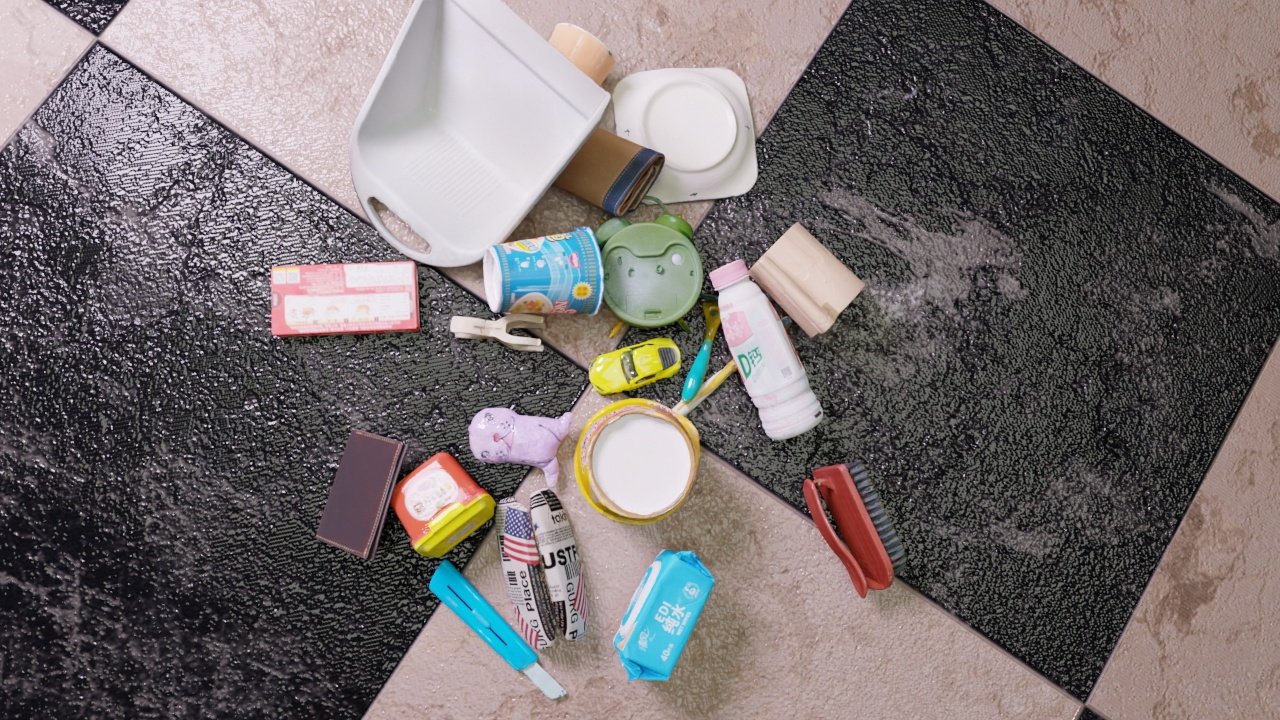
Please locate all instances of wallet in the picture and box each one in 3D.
[{"bbox_3d":[-0.042,-0.214,1.022,0.115,0.033,0.090,29,76,24],"label":"wallet"},{"bbox_3d":[-0.287,0.136,0.945,0.096,0.020,0.122,9,79,39],"label":"wallet"}]

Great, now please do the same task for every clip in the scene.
[{"bbox_3d":[-0.150,-0.035,0.988,0.104,0.083,0.034,9,81,-16],"label":"clip"}]

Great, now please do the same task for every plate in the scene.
[{"bbox_3d":[0.054,-0.267,1.060,0.163,0.034,0.164,-7,82,-7],"label":"plate"}]

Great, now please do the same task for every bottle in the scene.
[{"bbox_3d":[0.133,-0.013,0.999,0.068,0.068,0.197,-25,97,-9],"label":"bottle"}]

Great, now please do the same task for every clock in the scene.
[{"bbox_3d":[0.006,-0.107,1.021,0.116,0.056,0.161,-3,82,-8],"label":"clock"}]

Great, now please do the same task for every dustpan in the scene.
[{"bbox_3d":[-0.192,-0.225,0.948,0.222,0.258,0.142,41,56,0],"label":"dustpan"}]

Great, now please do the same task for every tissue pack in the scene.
[{"bbox_3d":[0.021,0.262,0.954,0.063,0.090,0.140,29,80,-2],"label":"tissue pack"}]

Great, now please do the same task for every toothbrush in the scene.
[{"bbox_3d":[0.101,0.010,1.034,0.191,0.018,0.016,-39,86,-10],"label":"toothbrush"}]

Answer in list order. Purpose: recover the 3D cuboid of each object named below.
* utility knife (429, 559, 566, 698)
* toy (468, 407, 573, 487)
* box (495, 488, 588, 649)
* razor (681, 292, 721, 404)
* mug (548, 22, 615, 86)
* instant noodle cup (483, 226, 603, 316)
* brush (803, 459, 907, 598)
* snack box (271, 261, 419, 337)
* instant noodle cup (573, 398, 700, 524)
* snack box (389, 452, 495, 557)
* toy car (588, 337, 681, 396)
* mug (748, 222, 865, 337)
[{"bbox_3d":[-0.150,0.288,0.968,0.191,0.018,0.034,45,79,0],"label":"utility knife"},{"bbox_3d":[-0.133,0.087,0.987,0.108,0.039,0.084,11,90,-6],"label":"toy"},{"bbox_3d":[-0.113,0.221,0.966,0.088,0.076,0.163,-14,87,14],"label":"box"},{"bbox_3d":[0.070,-0.012,1.029,0.043,0.028,0.132,13,77,19],"label":"razor"},{"bbox_3d":[-0.092,-0.304,1.031,0.078,0.078,0.122,30,85,-2],"label":"mug"},{"bbox_3d":[-0.107,-0.091,0.973,0.109,0.099,0.099,-7,83,-21],"label":"instant noodle cup"},{"bbox_3d":[0.233,0.184,1.003,0.069,0.063,0.146,-25,87,-21],"label":"brush"},{"bbox_3d":[-0.319,-0.066,0.994,0.153,0.025,0.075,-3,84,-7],"label":"snack box"},{"bbox_3d":[-0.002,0.106,0.958,0.138,0.110,0.138,0,85,-3],"label":"instant noodle cup"},{"bbox_3d":[-0.208,0.149,0.954,0.091,0.082,0.080,-38,74,-11],"label":"snack box"},{"bbox_3d":[-0.006,0.006,1.016,0.105,0.032,0.048,-17,85,-7],"label":"toy car"},{"bbox_3d":[0.177,-0.084,1.008,0.103,0.124,0.084,45,117,3],"label":"mug"}]
